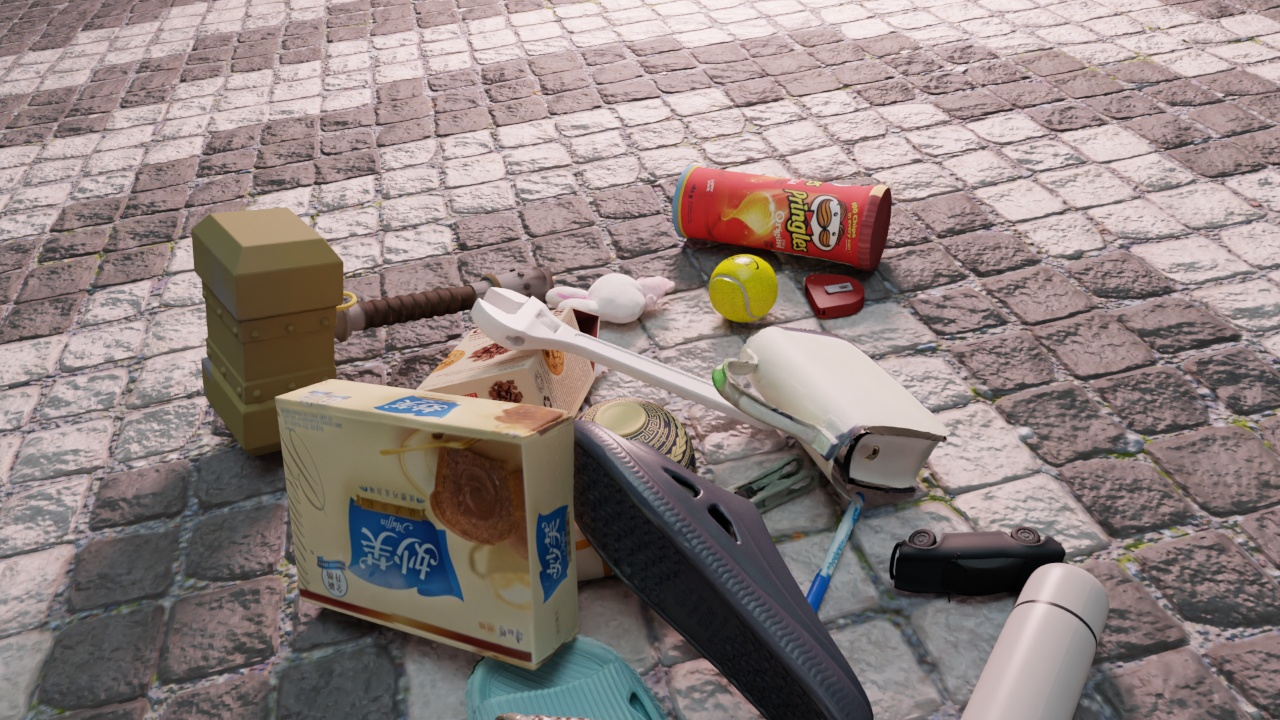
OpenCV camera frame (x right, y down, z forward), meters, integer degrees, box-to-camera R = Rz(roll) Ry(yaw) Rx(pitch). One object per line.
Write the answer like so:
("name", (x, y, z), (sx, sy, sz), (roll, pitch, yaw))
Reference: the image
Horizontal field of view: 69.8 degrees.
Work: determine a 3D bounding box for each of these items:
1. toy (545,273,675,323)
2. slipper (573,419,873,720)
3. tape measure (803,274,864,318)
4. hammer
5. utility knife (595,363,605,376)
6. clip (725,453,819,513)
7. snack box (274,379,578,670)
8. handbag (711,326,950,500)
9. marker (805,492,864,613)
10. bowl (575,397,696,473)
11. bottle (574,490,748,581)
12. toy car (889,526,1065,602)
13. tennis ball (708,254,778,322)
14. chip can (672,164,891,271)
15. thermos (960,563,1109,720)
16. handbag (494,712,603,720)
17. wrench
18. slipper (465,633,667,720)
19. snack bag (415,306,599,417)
("toy", (-0.027, -0.061, 0.910), (0.125, 0.037, 0.076), (-11, 30, -17))
("slipper", (0.051, 0.122, 0.570), (0.083, 0.111, 0.268), (-35, 67, -28))
("tape measure", (0.192, -0.067, 0.902), (0.051, 0.019, 0.059), (-9, 38, -3))
("hammer", (-0.220, -0.046, 0.845), (0.324, 0.191, 0.101), (-14, 35, -38))
("utility knife", (-0.081, 0.050, 0.796), (0.031, 0.015, 0.206), (20, 49, 28))
("clip", (0.100, 0.098, 0.706), (0.075, 0.023, 0.043), (-23, 43, -17))
("snack box", (-0.142, 0.100, 0.603), (0.208, 0.153, 0.055), (6, 15, 28))
("handbag", (0.123, 0.036, 0.702), (0.175, 0.074, 0.151), (9, 28, -33))
("marker", (0.134, 0.144, 0.651), (0.013, 0.013, 0.141), (15, 42, 24))
("bowl", (-0.013, 0.068, 0.726), (0.112, 0.061, 0.112), (-4, 38, 3))
("bottle", (-0.010, 0.121, 0.660), (0.181, 0.059, 0.059), (-10, 38, -5))
("toy car", (0.226, 0.138, 0.618), (0.112, 0.046, 0.034), (-2, 34, 2))
("tennis ball", (0.099, -0.069, 0.880), (0.065, 0.065, 0.065), (-4, 38, 3))
("chip can", (0.147, -0.153, 0.964), (0.214, 0.087, 0.086), (13, 42, 24))
("thermos", (0.216, 0.206, 0.528), (0.052, 0.052, 0.223), (21, 46, 30))
("handbag", (0.007, 0.237, 0.441), (0.186, 0.047, 0.124), (4, 52, -4))
("wrench", (-0.004, 0.004, 0.727), (0.273, 0.018, 0.066), (21, 26, -20))
("slipper", (-0.018, 0.244, 0.503), (0.115, 0.070, 0.276), (-18, 40, -19))
("snack bag", (-0.100, 0.007, 0.779), (0.094, 0.070, 0.206), (-12, 20, 15))
